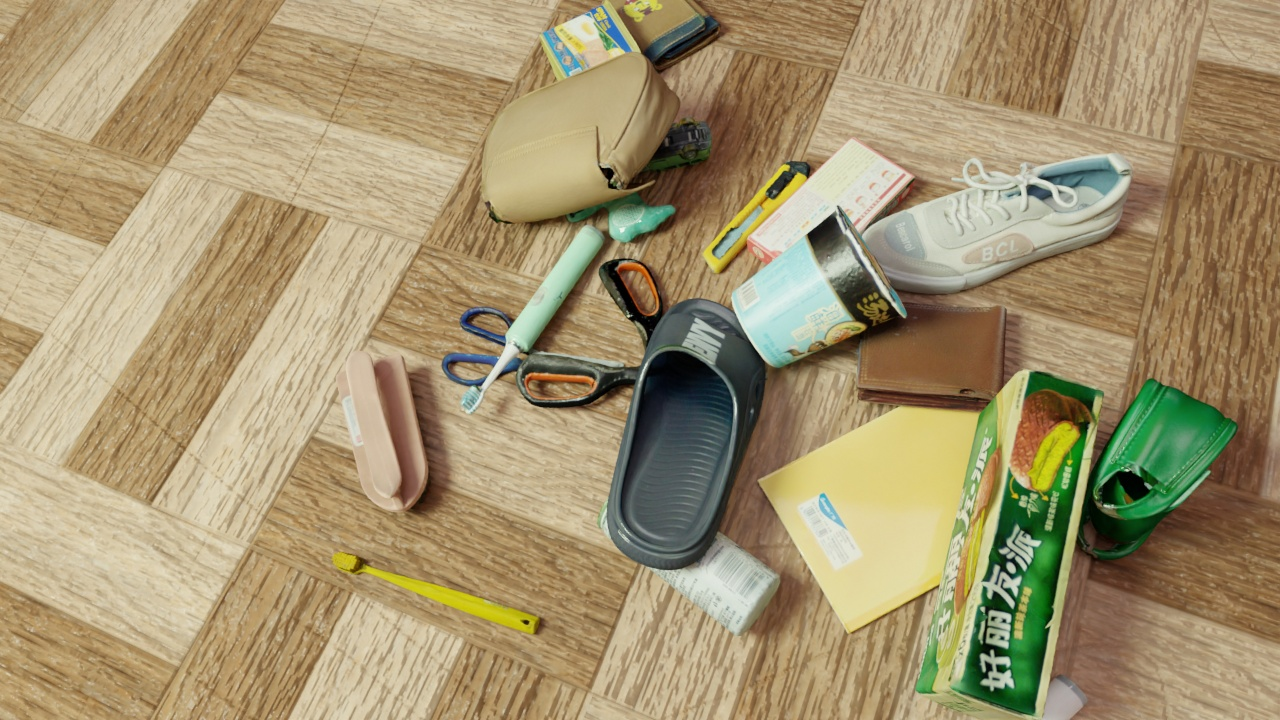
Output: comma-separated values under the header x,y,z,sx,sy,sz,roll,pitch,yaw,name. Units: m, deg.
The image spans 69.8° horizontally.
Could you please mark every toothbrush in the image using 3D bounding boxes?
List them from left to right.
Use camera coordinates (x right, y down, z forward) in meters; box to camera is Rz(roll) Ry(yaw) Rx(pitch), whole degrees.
x,y,z,sx,sy,sz,roll,pitch,yaw,name
-0.174,0.193,0.768,0.190,0.017,0.015,14,68,14,toothbrush
-0.099,-0.040,0.853,0.026,0.027,0.224,12,58,38,toothbrush
0.232,0.306,0.654,0.220,0.027,0.026,-38,27,-10,toothbrush

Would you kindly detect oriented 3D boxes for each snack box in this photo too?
x,y,z,sx,sy,sz,roll,pitch,yaw,name
0.182,-0.141,0.876,0.077,0.027,0.155,40,75,23,snack box
0.269,0.136,0.672,0.063,0.114,0.239,16,72,10,snack box

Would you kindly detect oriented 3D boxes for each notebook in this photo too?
x,y,z,sx,sy,sz,roll,pitch,yaw,name
0.222,0.112,0.758,0.206,0.010,0.145,-27,64,-6,notebook

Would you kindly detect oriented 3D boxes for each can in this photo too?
x,y,z,sx,sy,sz,roll,pitch,yaw,name
-0.050,-0.322,0.979,0.083,0.057,0.102,-26,64,-3,can
0.037,0.154,0.735,0.147,0.058,0.058,34,73,21,can

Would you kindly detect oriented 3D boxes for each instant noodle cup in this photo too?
x,y,z,sx,sy,sz,roll,pitch,yaw,name
0.148,-0.054,0.789,0.121,0.111,0.111,-33,62,18,instant noodle cup

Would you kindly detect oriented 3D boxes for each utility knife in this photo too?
x,y,z,sx,sy,sz,roll,pitch,yaw,name
0.115,-0.143,0.892,0.033,0.015,0.153,35,74,24,utility knife

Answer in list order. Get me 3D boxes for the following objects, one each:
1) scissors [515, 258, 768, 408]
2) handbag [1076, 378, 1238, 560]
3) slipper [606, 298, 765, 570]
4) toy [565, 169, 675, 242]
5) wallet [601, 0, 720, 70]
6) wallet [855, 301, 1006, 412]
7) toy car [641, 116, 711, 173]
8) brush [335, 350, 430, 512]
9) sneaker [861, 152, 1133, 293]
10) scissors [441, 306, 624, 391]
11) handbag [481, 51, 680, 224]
x,y,z,sx,sy,sz,roll,pitch,yaw,name
-0.004,-0.001,0.830,0.221,0.022,0.234,-13,62,-6,scissors
0.373,0.084,0.686,0.068,0.131,0.120,37,77,26,handbag
0.045,0.038,0.742,0.111,0.083,0.267,16,51,3,slipper
-0.024,-0.151,0.909,0.096,0.030,0.092,-30,59,1,toy
0.021,-0.377,1.010,0.090,0.033,0.115,-32,61,-7,wallet
0.251,-0.008,0.794,0.125,0.032,0.101,5,57,14,wallet
0.027,-0.214,0.926,0.091,0.036,0.043,-9,65,6,toy car
-0.226,0.064,0.806,0.063,0.073,0.145,-19,65,-3,brush
0.317,-0.128,0.817,0.242,0.091,0.089,-14,62,1,sneaker
-0.106,0.005,0.853,0.140,0.012,0.171,-41,67,-14,scissors
-0.059,-0.202,0.874,0.205,0.100,0.147,-6,55,40,handbag
